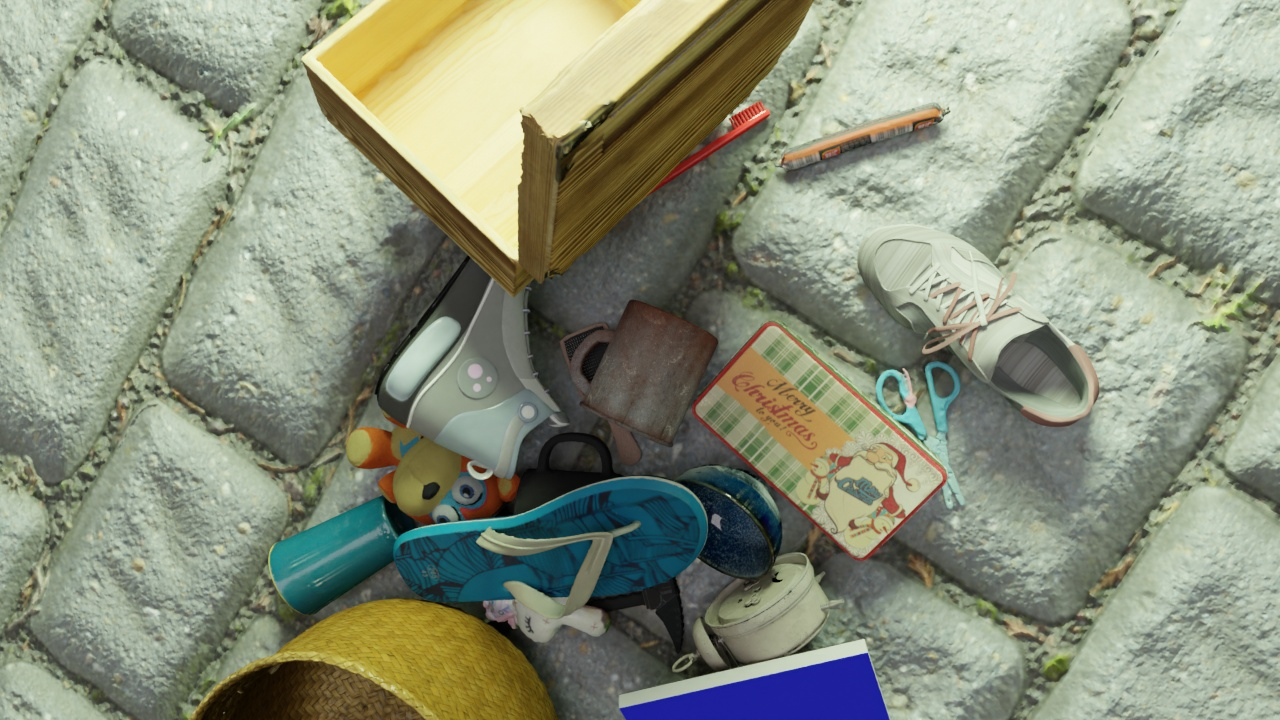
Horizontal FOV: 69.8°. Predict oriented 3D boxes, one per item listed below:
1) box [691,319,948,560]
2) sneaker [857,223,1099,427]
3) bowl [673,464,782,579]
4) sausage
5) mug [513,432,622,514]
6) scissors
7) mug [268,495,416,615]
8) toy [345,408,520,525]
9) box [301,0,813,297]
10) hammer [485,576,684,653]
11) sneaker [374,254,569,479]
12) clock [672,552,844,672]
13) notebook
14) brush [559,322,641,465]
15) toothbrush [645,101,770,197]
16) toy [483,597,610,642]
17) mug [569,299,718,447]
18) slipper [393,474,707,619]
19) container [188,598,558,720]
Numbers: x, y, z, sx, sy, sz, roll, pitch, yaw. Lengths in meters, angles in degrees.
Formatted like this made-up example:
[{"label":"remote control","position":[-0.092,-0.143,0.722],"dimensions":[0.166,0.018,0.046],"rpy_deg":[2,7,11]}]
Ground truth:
[{"label":"box","position":[0.154,0.068,0.802],"dimensions":[0.205,0.050,0.118],"rpy_deg":[43,103,7]},{"label":"sneaker","position":[0.282,-0.032,0.757],"dimensions":[0.236,0.089,0.099],"rpy_deg":[39,98,6]},{"label":"bowl","position":[0.081,0.130,0.806],"dimensions":[0.114,0.115,0.060],"rpy_deg":[40,56,6]},{"label":"sausage","position":[0.192,-0.196,0.802],"dimensions":[0.155,0.020,0.020],"rpy_deg":[-16,89,11]},{"label":"mug","position":[-0.061,0.122,0.831],"dimensions":[0.088,0.078,0.113],"rpy_deg":[2,94,10]},{"label":"scissors","position":[0.266,0.064,0.806],"dimensions":[0.076,0.015,0.141],"rpy_deg":[-26,93,14]},{"label":"mug","position":[-0.280,0.181,0.879],"dimensions":[0.121,0.078,0.078],"rpy_deg":[-29,87,5]},{"label":"toy","position":[-0.184,0.102,0.852],"dimensions":[0.176,0.096,0.112],"rpy_deg":[37,103,-4]},{"label":"box","position":[-0.048,-0.234,0.646],"dimensions":[0.286,0.337,0.278],"rpy_deg":[44,73,0]},{"label":"hammer","position":[-0.118,0.259,0.881],"dimensions":[0.325,0.015,0.095],"rpy_deg":[-14,90,11]},{"label":"sneaker","position":[-0.105,-0.026,0.817],"dimensions":[0.160,0.093,0.256],"rpy_deg":[37,75,-9]},{"label":"clock","position":[0.097,0.231,0.795],"dimensions":[0.157,0.103,0.061],"rpy_deg":[-32,93,2]},{"label":"notebook","position":[0.109,0.322,0.795],"dimensions":[0.209,0.022,0.172],"rpy_deg":[-17,123,10]},{"label":"brush","position":[-0.031,0.034,0.854],"dimensions":[0.050,0.015,0.135],"rpy_deg":[-21,89,10]},{"label":"toothbrush","position":[0.023,-0.172,0.837],"dimensions":[0.213,0.012,0.018],"rpy_deg":[-32,87,10]},{"label":"toy","position":[-0.088,0.223,0.847],"dimensions":[0.123,0.038,0.079],"rpy_deg":[-8,98,14]},{"label":"mug","position":[-0.005,0.005,0.811],"dimensions":[0.123,0.096,0.110],"rpy_deg":[25,84,24]},{"label":"slipper","position":[-0.083,0.172,0.775],"dimensions":[0.295,0.060,0.118],"rpy_deg":[-12,120,18]},{"label":"container","position":[-0.222,0.363,0.807],"dimensions":[0.307,0.196,0.307],"rpy_deg":[1,99,10]}]
